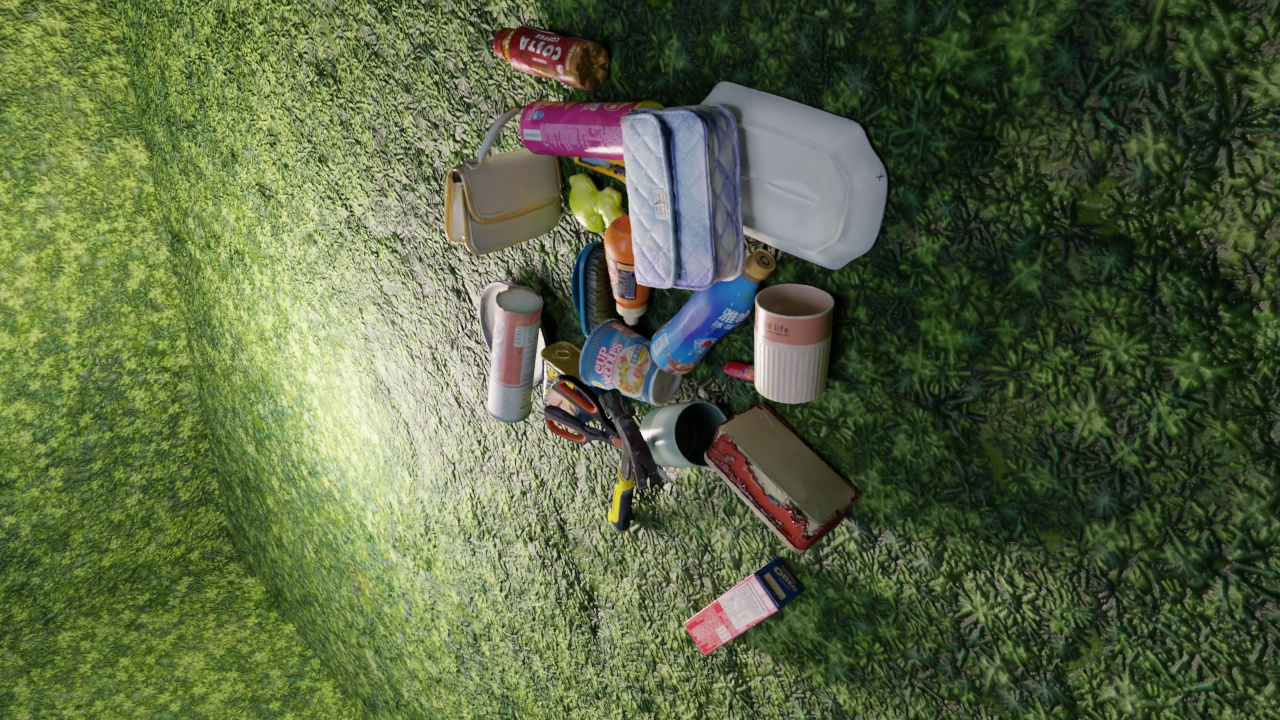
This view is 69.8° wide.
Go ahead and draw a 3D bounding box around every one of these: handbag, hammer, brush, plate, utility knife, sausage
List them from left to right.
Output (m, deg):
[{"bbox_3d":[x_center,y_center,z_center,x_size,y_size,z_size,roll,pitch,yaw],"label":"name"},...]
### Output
[{"bbox_3d":[-0.173,-0.238,1.197,0.063,0.163,0.179,31,131,34],"label":"handbag"},{"bbox_3d":[-0.193,-0.044,1.441,0.179,0.024,0.180,29,131,39],"label":"plate"},{"bbox_3d":[-0.061,-0.092,1.232,0.073,0.055,0.144,26,128,39],"label":"brush"},{"bbox_3d":[-0.037,-0.243,1.153,0.168,0.015,0.033,27,126,39],"label":"utility knife"},{"bbox_3d":[-0.022,0.168,1.270,0.126,0.031,0.324,61,162,27],"label":"hammer"},{"bbox_3d":[0.041,-0.175,0.984,0.134,0.075,0.194,12,113,48],"label":"handbag"},{"bbox_3d":[0.135,-0.192,0.963,0.266,0.034,0.162,32,131,35],"label":"plate"},{"bbox_3d":[0.154,0.019,1.071,0.156,0.020,0.020,14,120,45],"label":"sausage"}]

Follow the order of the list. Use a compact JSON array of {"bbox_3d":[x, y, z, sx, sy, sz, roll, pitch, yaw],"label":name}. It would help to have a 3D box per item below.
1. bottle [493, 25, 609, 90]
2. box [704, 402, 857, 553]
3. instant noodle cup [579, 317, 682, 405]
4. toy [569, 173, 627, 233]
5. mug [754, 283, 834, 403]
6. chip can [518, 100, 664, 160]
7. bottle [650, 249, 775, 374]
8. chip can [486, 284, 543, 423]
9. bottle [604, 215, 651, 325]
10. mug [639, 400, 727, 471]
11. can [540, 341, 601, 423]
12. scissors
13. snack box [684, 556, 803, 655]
[{"bbox_3d":[-0.116,-0.379,1.136,0.175,0.057,0.057,28,130,38],"label":"bottle"},{"bbox_3d":[0.162,0.129,1.062,0.168,0.091,0.077,45,142,24],"label":"box"},{"bbox_3d":[-0.007,0.007,1.200,0.110,0.099,0.099,23,126,31],"label":"instant noodle cup"},{"bbox_3d":[-0.058,-0.198,1.190,0.100,0.031,0.097,-2,110,50],"label":"toy"},{"bbox_3d":[0.159,-0.025,1.001,0.114,0.081,0.106,-124,27,-57],"label":"mug"},{"bbox_3d":[-0.058,-0.280,1.114,0.211,0.071,0.071,17,122,45],"label":"chip can"},{"bbox_3d":[0.086,-0.058,1.072,0.065,0.065,0.219,56,141,11],"label":"bottle"},{"bbox_3d":[-0.190,-0.006,1.379,0.071,0.071,0.215,39,136,29],"label":"chip can"},{"bbox_3d":[-0.011,-0.108,1.166,0.067,0.066,0.150,33,139,34],"label":"bottle"},{"bbox_3d":[0.062,0.104,1.175,0.111,0.082,0.106,42,157,-17],"label":"mug"},{"bbox_3d":[-0.101,0.034,1.349,0.102,0.057,0.083,34,135,33],"label":"can"},{"bbox_3d":[-0.046,0.107,1.303,0.198,0.021,0.227,-23,111,44],"label":"scissors"},{"bbox_3d":[0.136,0.334,1.234,0.058,0.057,0.208,56,142,15],"label":"snack box"}]
